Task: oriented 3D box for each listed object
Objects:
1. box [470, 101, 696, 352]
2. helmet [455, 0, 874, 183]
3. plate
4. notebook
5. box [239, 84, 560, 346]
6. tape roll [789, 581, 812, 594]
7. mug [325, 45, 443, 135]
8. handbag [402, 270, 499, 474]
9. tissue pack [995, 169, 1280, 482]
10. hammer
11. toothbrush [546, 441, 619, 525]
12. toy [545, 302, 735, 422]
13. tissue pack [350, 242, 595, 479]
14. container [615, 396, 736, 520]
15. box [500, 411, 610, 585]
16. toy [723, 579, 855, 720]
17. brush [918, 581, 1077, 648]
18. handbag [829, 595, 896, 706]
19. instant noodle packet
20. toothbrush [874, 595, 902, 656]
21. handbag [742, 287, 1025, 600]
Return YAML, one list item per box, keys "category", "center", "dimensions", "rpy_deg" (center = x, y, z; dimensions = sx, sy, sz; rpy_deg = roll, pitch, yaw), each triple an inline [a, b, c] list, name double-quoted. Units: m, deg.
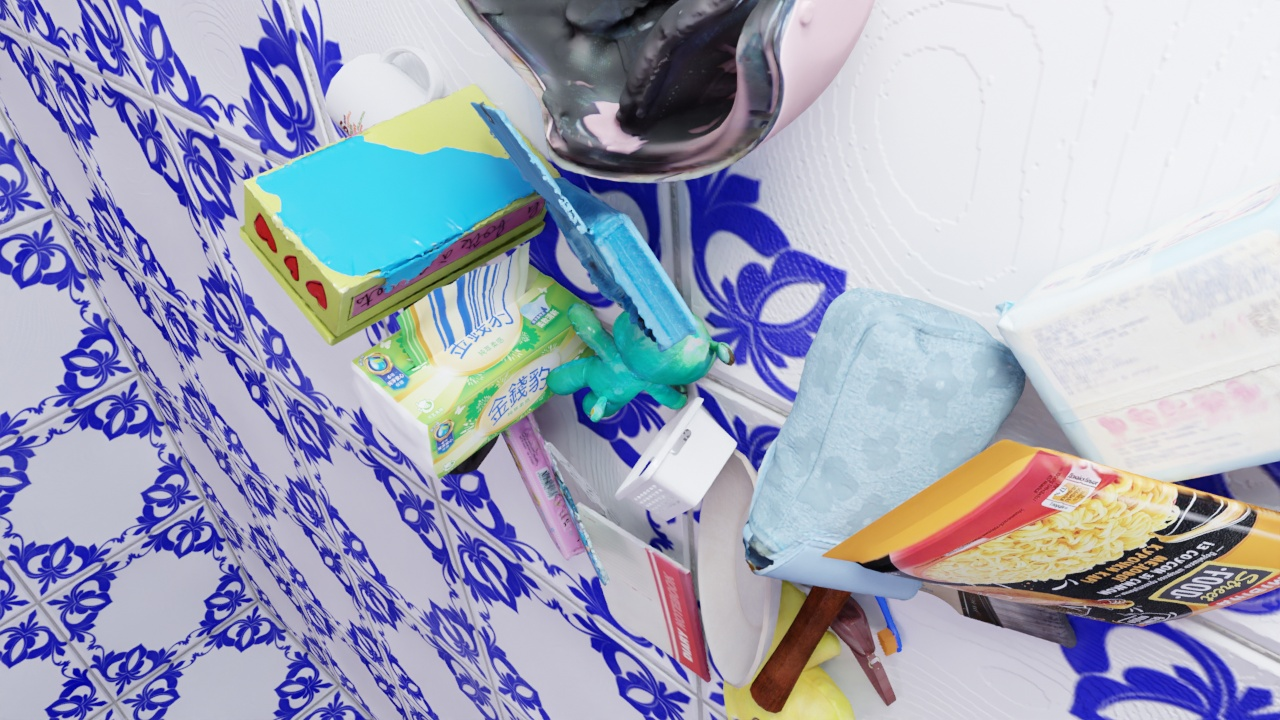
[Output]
- category: "box"
  center: [-0.047, -0.106, 0.616]
  dimensions: [0.174, 0.033, 0.231]
  rpy_deg: [55, 178, -23]
- category: "helmet"
  center: [0.017, -0.225, 0.441]
  dimensions: [0.255, 0.152, 0.231]
  rpy_deg: [59, 148, -3]
- category: "plate"
  center: [0.084, 0.167, 0.748]
  dimensions: [0.189, 0.027, 0.188]
  rpy_deg: [-179, 91, -78]
- category: "notebook"
  center: [0.006, 0.253, 0.991]
  dimensions: [0.153, 0.012, 0.209]
  rpy_deg: [26, 144, 35]
- category: "box"
  center: [-0.185, -0.119, 0.722]
  dimensions: [0.124, 0.220, 0.081]
  rpy_deg: [46, 146, 8]
- category: "tape roll"
  center: [0.130, 0.152, 0.754]
  dimensions: [0.093, 0.013, 0.093]
  rpy_deg: [40, 146, 34]
- category: "mug"
  center: [-0.211, -0.224, 0.803]
  dimensions: [0.089, 0.073, 0.105]
  rpy_deg: [43, 119, 16]
- category: "handbag"
  center: [-0.199, 0.031, 0.965]
  dimensions: [0.196, 0.072, 0.175]
  rpy_deg: [111, 148, -64]
- category: "tissue pack"
  center: [0.257, -0.009, 0.417]
  dimensions: [0.112, 0.069, 0.182]
  rpy_deg: [55, 149, -1]
- category: "hammer"
  center: [0.145, 0.171, 0.693]
  dimensions: [0.111, 0.028, 0.301]
  rpy_deg: [38, 130, 25]
- category: "toothbrush"
  center: [-0.058, 0.124, 0.916]
  dimensions: [0.010, 0.010, 0.181]
  rpy_deg: [26, 160, 35]
- category: "toy"
  center: [-0.004, 0.004, 0.730]
  dimensions: [0.130, 0.072, 0.194]
  rpy_deg: [35, 141, -20]
- category: "tissue pack"
  center: [-0.139, -0.019, 0.776]
  dimensions: [0.120, 0.197, 0.142]
  rpy_deg: [30, 143, 22]
- category: "container"
  center: [0.030, 0.088, 0.760]
  dimensions: [0.049, 0.080, 0.129]
  rpy_deg: [37, 159, 0]
- category: "box"
  center: [-0.101, 0.118, 0.953]
  dimensions: [0.159, 0.035, 0.230]
  rpy_deg: [34, 148, 63]
- category: "toy"
  center: [0.131, 0.290, 0.829]
  dimensions: [0.134, 0.092, 0.208]
  rpy_deg: [-3, 108, 45]
- category: "brush"
  center: [0.233, 0.168, 0.656]
  dimensions: [0.151, 0.012, 0.039]
  rpy_deg: [7, 125, 49]
- category: "handbag"
  center: [0.187, 0.246, 0.768]
  dimensions: [0.119, 0.029, 0.055]
  rpy_deg: [60, 171, -22]
- category: "instant noodle packet"
  center: [0.232, 0.099, 0.478]
  dimensions: [0.220, 0.032, 0.160]
  rpy_deg: [15, 147, -13]
- category: "toothbrush"
  center: [0.170, 0.158, 0.719]
  dimensions: [0.182, 0.018, 0.016]
  rpy_deg: [64, 171, -16]
- category: "handbag"
  center: [0.135, 0.050, 0.557]
  dimensions: [0.118, 0.121, 0.192]
  rpy_deg: [-108, 31, -66]
